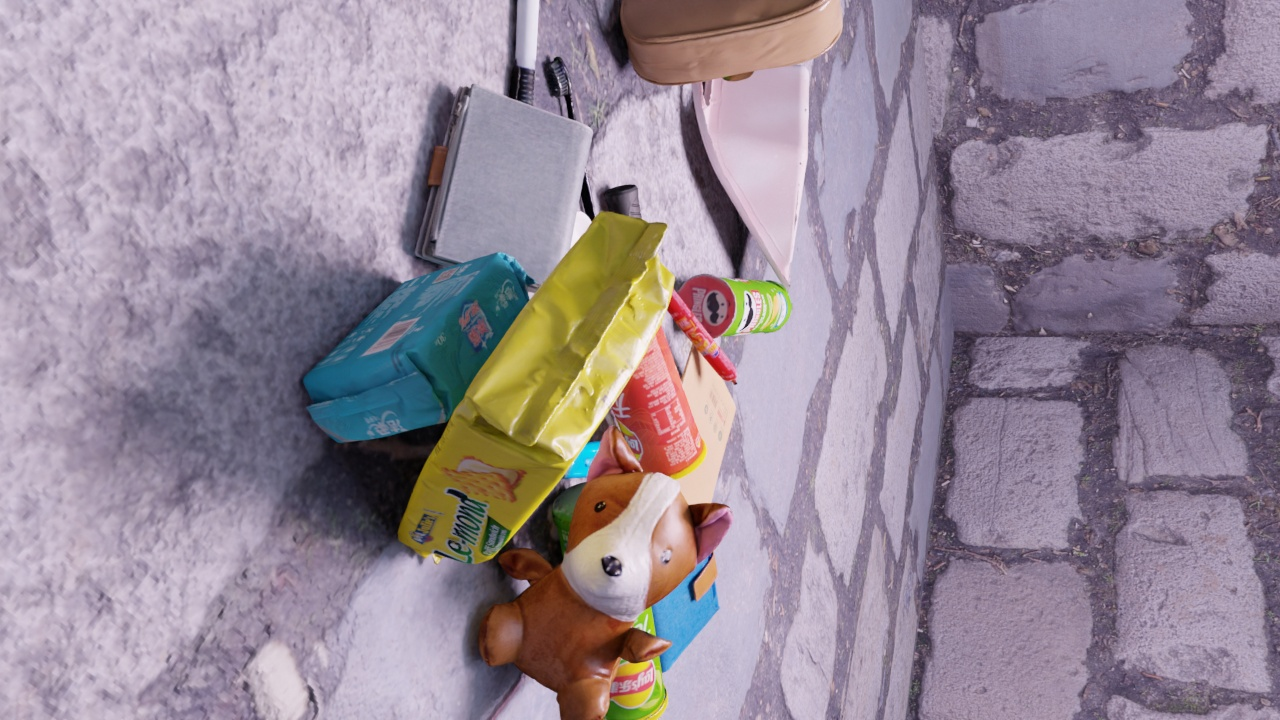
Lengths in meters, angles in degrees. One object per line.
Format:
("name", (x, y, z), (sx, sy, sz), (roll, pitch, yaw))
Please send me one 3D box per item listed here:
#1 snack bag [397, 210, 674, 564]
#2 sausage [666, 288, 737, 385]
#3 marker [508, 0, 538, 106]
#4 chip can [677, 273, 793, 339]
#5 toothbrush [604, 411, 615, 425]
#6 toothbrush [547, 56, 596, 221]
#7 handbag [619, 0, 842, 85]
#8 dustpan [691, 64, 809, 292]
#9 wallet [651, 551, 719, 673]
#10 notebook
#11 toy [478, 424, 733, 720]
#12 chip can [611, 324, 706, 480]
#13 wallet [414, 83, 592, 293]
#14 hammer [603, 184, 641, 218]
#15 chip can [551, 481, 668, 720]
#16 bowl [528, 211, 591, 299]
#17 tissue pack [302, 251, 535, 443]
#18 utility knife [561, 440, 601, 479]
("snack bag", (-0.067, 0.032, 0.554), (0.157, 0.068, 0.247), (-59, -175, -34))
("sausage", (0.053, -0.034, 0.944), (0.156, 0.020, 0.020), (51, 38, -12))
("marker", (-0.089, -0.257, 0.710), (0.022, 0.018, 0.130), (4, 87, -55))
("chip can", (0.116, -0.063, 1.091), (0.235, 0.072, 0.072), (-7, 97, -65))
("toothbrush", (-0.046, 0.023, 0.815), (0.016, 0.016, 0.180), (-85, 158, -50))
("toothbrush", (-0.053, -0.165, 0.794), (0.017, 0.014, 0.189), (-41, 128, -45))
("handbag", (0.085, -0.334, 0.871), (0.100, 0.205, 0.147), (67, 19, -60))
("dustpan", (0.130, -0.255, 1.129), (0.274, 0.139, 0.222), (88, 8, -53))
("wallet", (0.036, 0.223, 0.892), (0.106, 0.040, 0.133), (-38, 130, -41))
("notebook", (0.057, 0.094, 0.964), (0.148, 0.008, 0.207), (60, 40, -47))
("toy", (-0.030, 0.160, 0.680), (0.199, 0.140, 0.130), (-53, 176, -1))
("chip can", (-0.005, 0.005, 0.809), (0.073, 0.073, 0.217), (-56, 134, -49))
("wallet", (-0.094, -0.117, 0.636), (0.106, 0.037, 0.129), (16, 73, -21))
("hammer", (0.007, -0.023, 0.903), (0.128, 0.033, 0.301), (-48, 133, -55))
("chip can", (-0.025, 0.211, 0.794), (0.072, 0.073, 0.221), (-41, 127, -58))
("bowl", (-0.073, -0.087, 0.694), (0.118, 0.065, 0.118), (0, 90, -64))
("tissue pack", (-0.127, -0.011, 0.545), (0.050, 0.093, 0.133), (61, 35, -25))
("utility knife", (-0.050, 0.083, 0.747), (0.218, 0.018, 0.034), (18, 85, -76))
